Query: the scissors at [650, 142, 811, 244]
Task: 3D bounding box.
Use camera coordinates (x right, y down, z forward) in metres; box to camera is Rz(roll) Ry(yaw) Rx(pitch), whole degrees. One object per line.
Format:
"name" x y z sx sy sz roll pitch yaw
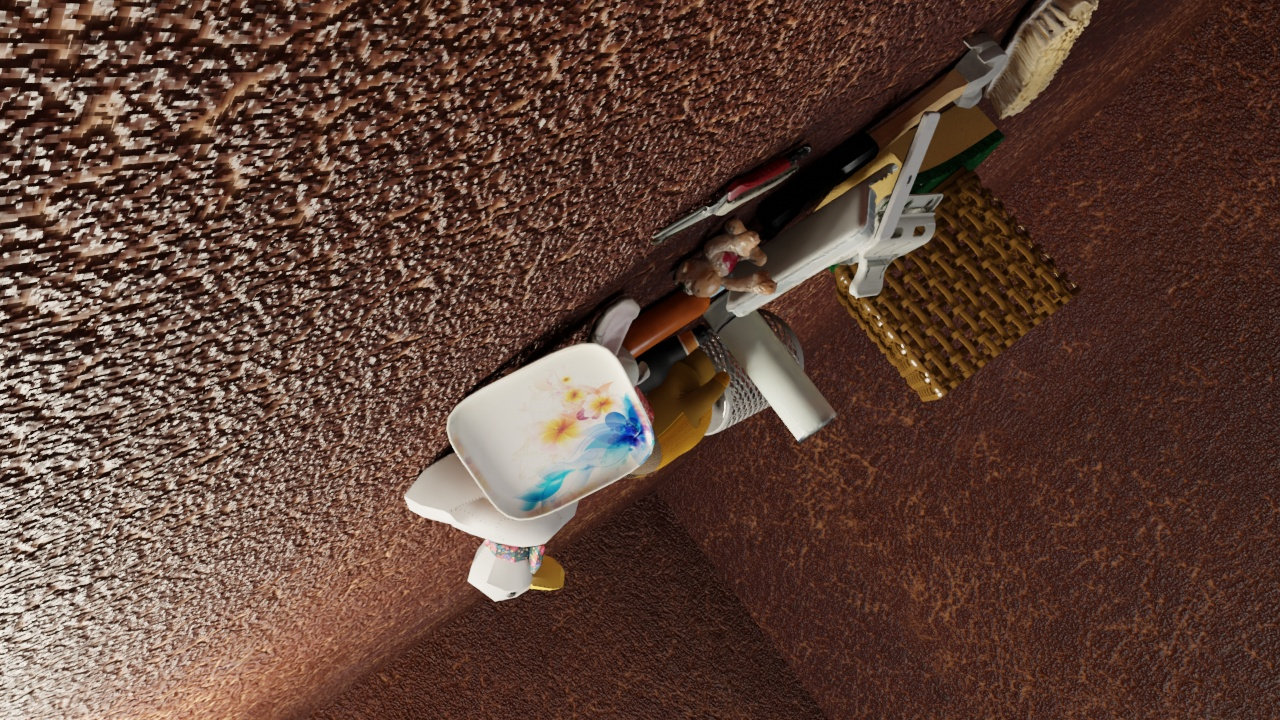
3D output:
"scissors" 0.091 -0.160 0.873 0.147 0.015 0.187 -42 169 31

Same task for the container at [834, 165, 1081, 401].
"container" 0.425 -0.095 1.288 0.220 0.214 0.251 -39 170 8

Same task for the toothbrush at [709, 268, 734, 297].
"toothbrush" 0.145 -0.126 1.198 0.154 0.016 0.022 -35 -153 -14

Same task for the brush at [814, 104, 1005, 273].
"brush" 0.352 -0.237 1.243 0.249 0.075 0.196 -30 167 -36

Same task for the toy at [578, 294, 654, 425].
"toy" -0.039 0.022 0.993 0.159 0.084 0.194 -37 144 2

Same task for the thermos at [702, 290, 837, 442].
"thermos" 0.179 0.005 1.282 0.068 0.230 0.068 -35 170 -8

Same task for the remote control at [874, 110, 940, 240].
"remote control" 0.293 -0.202 1.012 0.045 0.008 0.147 -21 134 -53

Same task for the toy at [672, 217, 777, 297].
"toy" 0.082 -0.103 0.977 0.106 0.074 0.085 -19 141 12

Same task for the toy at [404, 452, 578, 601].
"toy" -0.156 0.174 1.078 0.246 0.140 0.268 18 116 -32

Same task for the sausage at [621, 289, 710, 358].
"sausage" 0.017 -0.041 1.074 0.164 0.039 0.044 -33 176 -22

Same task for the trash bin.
"trash bin" 0.138 0.020 1.437 0.182 0.156 0.157 -25 164 -40

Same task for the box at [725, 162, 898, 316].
"box" 0.197 -0.148 1.069 0.210 0.061 0.192 -30 -158 43

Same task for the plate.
"plate" -0.089 0.073 0.943 0.187 0.016 0.187 -27 127 -1

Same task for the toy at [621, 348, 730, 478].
"toy" 0.007 0.075 1.245 0.199 0.162 0.202 -17 -163 41

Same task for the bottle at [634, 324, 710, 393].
"bottle" 0.000 0.009 1.106 0.181 0.059 0.059 -29 170 2

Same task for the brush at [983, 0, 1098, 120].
"brush" 0.485 -0.377 1.130 0.083 0.056 0.271 -37 169 3

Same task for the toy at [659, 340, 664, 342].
"toy" -0.007 0.007 1.179 0.042 0.055 0.101 5 -167 38

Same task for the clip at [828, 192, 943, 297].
"clip" 0.297 -0.147 1.120 0.124 0.074 0.144 -7 142 -40

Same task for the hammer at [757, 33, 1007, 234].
"hammer" 0.270 -0.250 1.026 0.328 0.039 0.131 -36 168 -5
